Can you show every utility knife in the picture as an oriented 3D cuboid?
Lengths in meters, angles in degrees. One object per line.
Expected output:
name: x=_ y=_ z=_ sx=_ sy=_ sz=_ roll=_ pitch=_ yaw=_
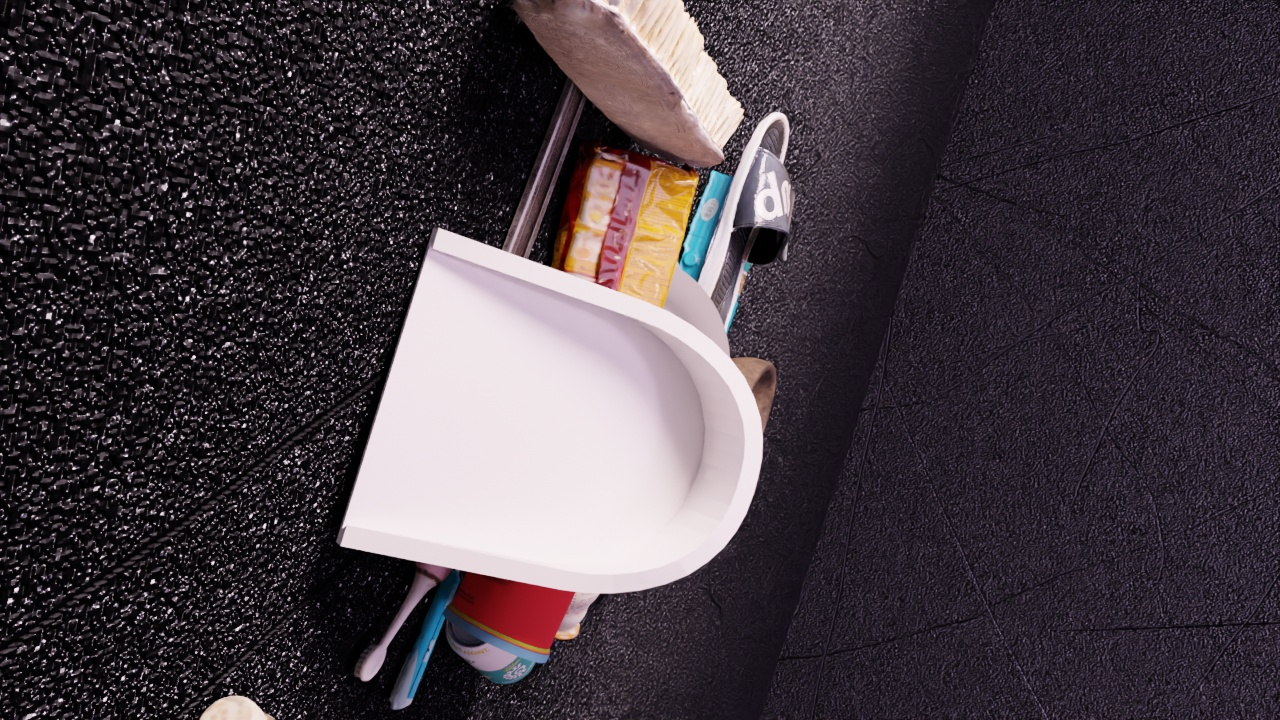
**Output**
utility knife: x=-0.153 y=0.189 z=0.684 sx=0.140 sy=0.015 sz=0.022 roll=-69 pitch=159 yaw=-12

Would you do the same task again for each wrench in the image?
wrench: x=-0.067 y=-0.123 z=0.629 sx=0.273 sy=0.010 sz=0.070 roll=-70 pitch=160 yaw=-2

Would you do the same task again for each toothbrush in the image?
toothbrush: x=-0.135 y=0.126 z=0.657 sx=0.027 sy=0.027 sz=0.222 roll=47 pitch=59 yaw=-28

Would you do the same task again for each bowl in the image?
bowl: x=0.109 y=0.070 z=1.159 sx=0.161 sy=0.070 sz=0.162 roll=-51 pitch=152 yaw=-42

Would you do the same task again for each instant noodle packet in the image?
instant noodle packet: x=-0.016 y=-0.091 z=0.692 sx=0.098 sy=0.040 sz=0.135 roll=9 pitch=103 yaw=-28

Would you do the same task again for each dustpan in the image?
dustpan: x=-0.035 y=0.051 z=0.588 sx=0.257 sy=0.053 sz=0.191 roll=19 pitch=86 yaw=-35

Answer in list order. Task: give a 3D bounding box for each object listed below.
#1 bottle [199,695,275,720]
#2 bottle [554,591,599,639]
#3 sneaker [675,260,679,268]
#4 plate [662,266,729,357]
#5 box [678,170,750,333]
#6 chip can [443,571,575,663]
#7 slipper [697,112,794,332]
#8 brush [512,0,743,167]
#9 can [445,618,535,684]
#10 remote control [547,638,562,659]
bottle: x=-0.209 y=0.243 z=0.526 sx=0.059 sy=0.059 sz=0.167 roll=-54 pitch=153 yaw=-38
bottle: x=-0.065 y=0.203 z=0.847 sx=0.063 sy=0.063 sz=0.109 roll=-26 pitch=130 yaw=-62
sneaker: x=0.020 y=0.019 z=0.822 sx=0.095 sy=0.120 sz=0.234 roll=15 pitch=92 yaw=-69
plate: x=-0.004 y=0.004 z=0.748 sx=0.178 sy=0.012 sz=0.178 roll=0 pitch=91 yaw=-28
box: x=0.071 y=-0.067 z=0.998 sx=0.226 sy=0.039 sz=0.181 roll=-69 pitch=158 yaw=-6
chip can: x=-0.058 y=0.100 z=0.666 sx=0.213 sy=0.087 sz=0.087 roll=-65 pitch=159 yaw=-11
slipper: x=0.114 y=-0.117 z=0.926 sx=0.263 sy=0.063 sz=0.111 roll=-66 pitch=157 yaw=-6
brush: x=0.003 y=-0.193 z=0.609 sx=0.271 sy=0.083 sz=0.056 roll=21 pitch=88 yaw=-69
can: x=-0.119 y=0.223 z=0.740 sx=0.054 sy=0.055 sz=0.102 roll=-61 pitch=157 yaw=-25
remote control: x=-0.065 y=0.229 z=0.935 sx=0.150 sy=0.022 sz=0.047 roll=-57 pitch=156 yaw=-28
